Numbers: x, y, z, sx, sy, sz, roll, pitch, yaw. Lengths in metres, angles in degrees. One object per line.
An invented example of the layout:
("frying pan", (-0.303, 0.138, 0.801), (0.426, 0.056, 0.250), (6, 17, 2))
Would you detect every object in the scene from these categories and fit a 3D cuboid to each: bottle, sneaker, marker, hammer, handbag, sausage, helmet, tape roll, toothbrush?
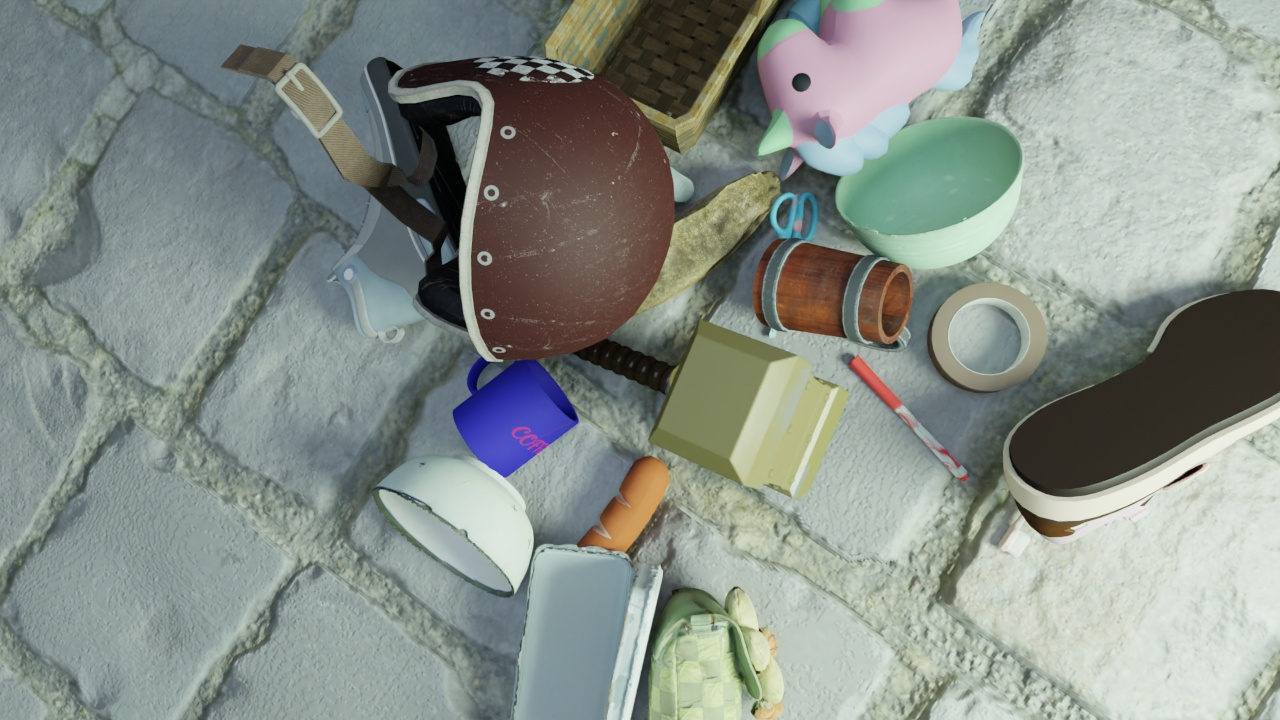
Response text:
("bottle", (0.160, -0.317, 0.842), (0.130, 0.040, 0.040), (-44, 79, 4))
("sneaker", (-0.249, -0.151, 0.883), (0.161, 0.093, 0.256), (-26, 79, 15))
("marker", (0.236, 0.051, 0.808), (0.013, 0.013, 0.142), (-42, 79, 4))
("sneaker", (0.429, 0.057, 0.741), (0.293, 0.116, 0.111), (-32, 44, -9))
("hammer", (-0.005, 0.005, 0.797), (0.325, 0.190, 0.100), (22, 89, 29))
("handbag", (0.065, 0.284, 0.776), (0.117, 0.113, 0.186), (0, 88, -3))
("sausage", (-0.029, 0.157, 0.831), (0.044, 0.039, 0.164), (37, 92, -14))
("helmet", (-0.103, -0.121, 0.683), (0.254, 0.233, 0.234), (18, 129, 18))
("tape roll", (0.298, -0.019, 0.794), (0.094, 0.030, 0.093), (-1, 85, 10))
("toothbrush", (0.361, 0.089, 0.781), (0.018, 0.015, 0.181), (33, 92, 5))

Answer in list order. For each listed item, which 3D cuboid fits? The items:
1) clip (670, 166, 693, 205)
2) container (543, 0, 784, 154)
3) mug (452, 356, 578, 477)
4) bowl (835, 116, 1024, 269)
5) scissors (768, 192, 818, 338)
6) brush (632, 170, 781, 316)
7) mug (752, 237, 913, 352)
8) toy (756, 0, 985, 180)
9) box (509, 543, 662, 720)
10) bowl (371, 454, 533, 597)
("clip", (-0.040, -0.205, 0.847), (0.031, 0.169, 0.164), (-56, 37, 1))
("container", (0.038, -0.319, 0.774), (0.157, 0.186, 0.249), (29, 81, 11))
("mug", (-0.121, 0.039, 0.844), (0.083, 0.079, 0.111), (-37, 62, 5))
("bowl", (0.248, -0.131, 0.776), (0.151, 0.077, 0.150), (-18, 42, 17))
("scissors", (0.132, -0.086, 0.830), (0.015, 0.055, 0.136), (12, 95, 54))
("brush", (0.049, -0.106, 0.833), (0.195, 0.043, 0.059), (-38, 97, 0))
("mug", (0.171, -0.048, 0.786), (0.111, 0.117, 0.081), (15, 69, 36))
("toy", (0.199, -0.245, 0.786), (0.222, 0.120, 0.171), (-5, 88, -12))
("box", (-0.044, 0.272, 0.772), (0.130, 0.105, 0.211), (6, 97, -3))
("bowl", (-0.155, 0.137, 0.813), (0.153, 0.154, 0.072), (31, 62, 11))
